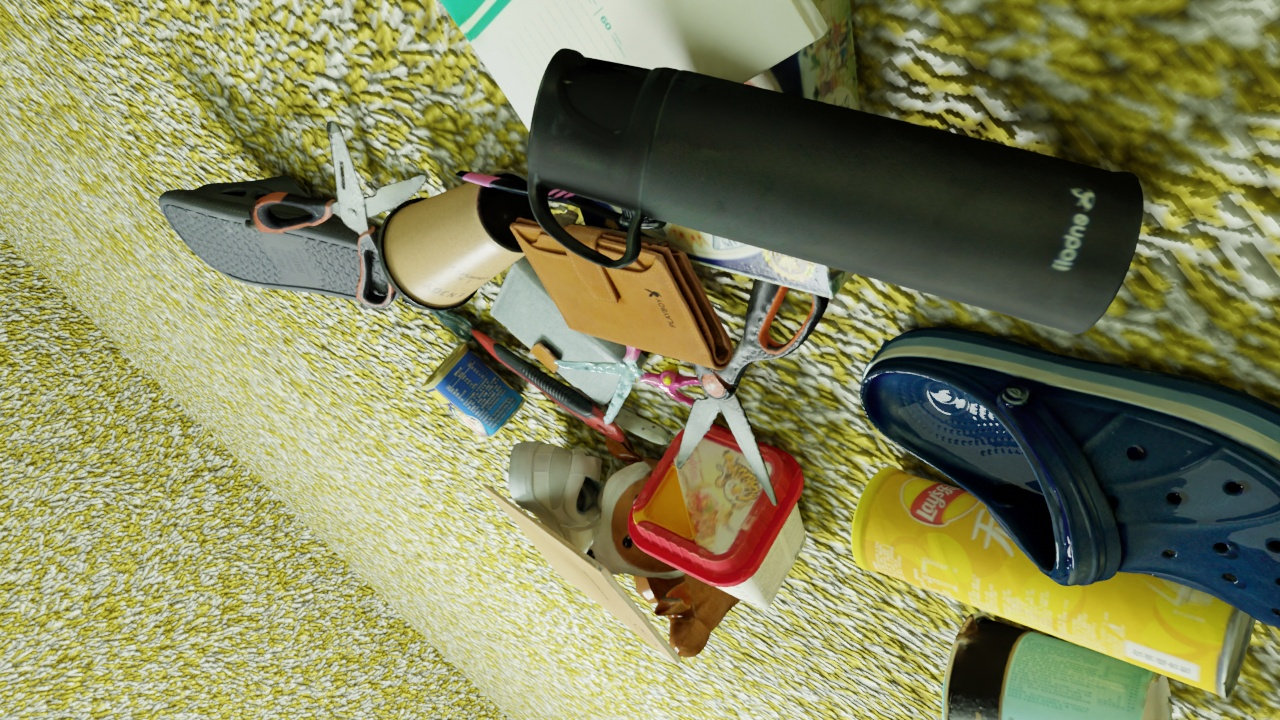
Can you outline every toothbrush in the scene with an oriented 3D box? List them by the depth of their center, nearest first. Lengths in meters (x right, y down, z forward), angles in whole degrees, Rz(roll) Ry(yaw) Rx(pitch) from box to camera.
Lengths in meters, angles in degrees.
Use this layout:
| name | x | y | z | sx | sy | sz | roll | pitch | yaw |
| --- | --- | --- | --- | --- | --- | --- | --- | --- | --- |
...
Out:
| name | x | y | z | sx | sy | sz | roll | pitch | yaw |
| --- | --- | --- | --- | --- | --- | --- | --- | --- | --- |
| toothbrush | -0.056 | -0.105 | 0.564 | 0.189 | 0.014 | 0.018 | 20 | 134 | 39 |
| toothbrush | -0.049 | 0.038 | 0.838 | 0.188 | 0.016 | 0.017 | 24 | 155 | 30 |

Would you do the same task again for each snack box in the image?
| name | x | y | z | sx | sy | sz | roll | pitch | yaw |
| --- | --- | --- | --- | --- | --- | --- | --- | --- | --- |
| snack box | 0.026 | -0.131 | 0.483 | 0.178 | 0.045 | 0.183 | 20 | 144 | 36 |

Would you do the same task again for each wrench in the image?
| name | x | y | z | sx | sy | sz | roll | pitch | yaw |
| --- | --- | --- | --- | --- | --- | --- | --- | --- | --- |
| wrench | -0.118 | -0.001 | 0.847 | 0.273 | 0.016 | 0.056 | 34 | 161 | 24 |

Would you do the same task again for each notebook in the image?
| name | x | y | z | sx | sy | sz | roll | pitch | yaw |
| --- | --- | --- | --- | --- | --- | --- | --- | --- | --- |
| notebook | -0.026 | -0.174 | 0.433 | 0.150 | 0.012 | 0.210 | 54 | 150 | -14 |
| notebook | -0.058 | 0.194 | 0.850 | 0.208 | 0.008 | 0.148 | 21 | 151 | 51 |

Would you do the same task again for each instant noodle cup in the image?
| name | x | y | z | sx | sy | sz | roll | pitch | yaw |
| --- | --- | --- | --- | --- | --- | --- | --- | --- | --- |
| instant noodle cup | 0.280 | 0.233 | 0.612 | 0.121 | 0.111 | 0.111 | -1 | 130 | 42 |
| instant noodle cup | 0.071 | 0.130 | 0.726 | 0.116 | 0.116 | 0.124 | 19 | 155 | 36 |

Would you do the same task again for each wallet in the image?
| name | x | y | z | sx | sy | sz | roll | pitch | yaw |
| --- | --- | --- | --- | --- | --- | --- | --- | --- | --- |
| wallet | -0.013 | -0.045 | 0.579 | 0.132 | 0.031 | 0.108 | 16 | 150 | 38 |
| wallet | -0.065 | -0.019 | 0.756 | 0.129 | 0.036 | 0.107 | 42 | 150 | -1 |

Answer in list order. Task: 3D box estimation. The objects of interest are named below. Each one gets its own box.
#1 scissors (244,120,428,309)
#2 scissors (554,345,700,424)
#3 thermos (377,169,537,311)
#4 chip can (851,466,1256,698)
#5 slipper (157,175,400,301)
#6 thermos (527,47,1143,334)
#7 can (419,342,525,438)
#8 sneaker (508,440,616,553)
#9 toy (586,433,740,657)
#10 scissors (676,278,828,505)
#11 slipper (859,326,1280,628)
| name | x | y | z | sx | sy | sz | roll | pitch | yaw |
| --- | --- | --- | --- | --- | --- | --- | --- | --- | --- |
| scissors | -0.259 | -0.120 | 0.819 | 0.224 | 0.015 | 0.189 | -8 | 134 | 30 |
| scissors | -0.004 | 0.003 | 0.698 | 0.133 | 0.017 | 0.135 | 7 | 128 | 15 |
| thermos | -0.134 | -0.092 | 0.697 | 0.144 | 0.092 | 0.093 | -13 | 120 | 48 |
| chip can | 0.235 | 0.123 | 0.544 | 0.214 | 0.071 | 0.072 | 14 | 141 | 41 |
| slipper | -0.348 | -0.128 | 0.926 | 0.268 | 0.083 | 0.111 | 13 | 142 | 11 |
| thermos | 0.073 | -0.065 | 0.395 | 0.242 | 0.090 | 0.068 | 15 | -169 | 7 |
| can | -0.168 | 0.032 | 0.917 | 0.083 | 0.057 | 0.102 | 43 | 165 | -11 |
| sneaker | -0.056 | 0.148 | 0.938 | 0.091 | 0.089 | 0.242 | -2 | 151 | 10 |
| toy | 0.014 | 0.167 | 0.839 | 0.140 | 0.130 | 0.200 | 46 | 157 | 53 |
| scissors | 0.050 | -0.003 | 0.610 | 0.221 | 0.021 | 0.233 | 53 | 141 | 1 |
| slipper | 0.218 | 0.058 | 0.457 | 0.253 | 0.095 | 0.105 | 26 | 150 | 33 |
